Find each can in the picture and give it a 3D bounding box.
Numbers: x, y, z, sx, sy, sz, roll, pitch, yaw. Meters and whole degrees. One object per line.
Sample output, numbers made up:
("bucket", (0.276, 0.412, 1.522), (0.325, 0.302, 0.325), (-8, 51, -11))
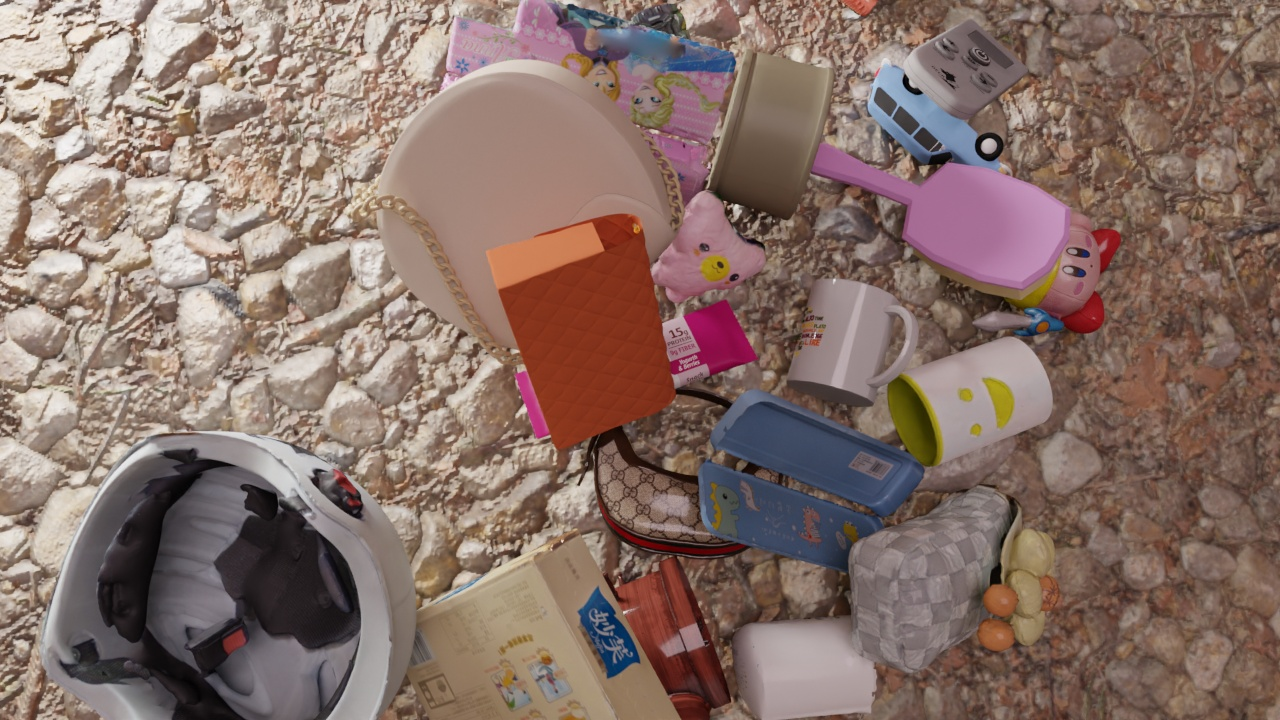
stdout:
("can", (0.106, -0.189, 0.766), (0.073, 0.128, 0.127), (15, 81, 0))

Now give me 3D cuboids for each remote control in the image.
("remote control", (0.285, -0.256, 0.799), (0.074, 0.019, 0.150), (46, 48, 8))

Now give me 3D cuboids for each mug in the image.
("mug", (0.180, -0.014, 0.762), (0.073, 0.105, 0.089), (23, 79, -40))
("mug", (0.274, 0.033, 0.771), (0.106, 0.082, 0.082), (-20, 84, -7))

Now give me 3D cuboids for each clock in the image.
("clock", (0.021, 0.234, 0.709), (0.072, 0.120, 0.157), (-21, 76, 1))

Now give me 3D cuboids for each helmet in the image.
("helmet", (-0.268, 0.174, 0.668), (0.264, 0.163, 0.236), (26, 94, 14))

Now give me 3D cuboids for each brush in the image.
("brush", (0.247, -0.130, 0.786), (0.229, 0.043, 0.089), (30, 88, 28))

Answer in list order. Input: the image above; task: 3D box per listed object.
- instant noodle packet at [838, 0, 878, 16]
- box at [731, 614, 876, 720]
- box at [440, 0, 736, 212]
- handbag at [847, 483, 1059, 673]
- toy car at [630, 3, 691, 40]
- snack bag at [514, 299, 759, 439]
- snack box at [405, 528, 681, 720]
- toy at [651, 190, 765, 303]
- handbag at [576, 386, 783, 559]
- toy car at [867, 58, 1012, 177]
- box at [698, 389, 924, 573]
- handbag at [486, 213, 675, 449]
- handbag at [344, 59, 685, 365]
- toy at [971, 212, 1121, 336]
("instant noodle packet", (0.177, -0.409, 0.753), (0.164, 0.221, 0.084), (40, 83, 2))
("box", (0.149, 0.277, 0.731), (0.136, 0.083, 0.143), (-6, 74, -6))
("box", (-0.049, -0.201, 0.750), (0.230, 0.159, 0.066), (16, 47, -1))
("handbag", (0.243, 0.173, 0.701), (0.171, 0.123, 0.112), (-11, 104, -37))
("toy car", (0.027, -0.264, 0.819), (0.048, 0.033, 0.105), (-21, 88, -8))
("snack bag", (-0.005, 0.005, 0.777), (0.196, 0.016, 0.070), (-19, 56, -6))
("snack box", (-0.086, 0.229, 0.670), (0.055, 0.208, 0.153), (-23, 82, -50))
("toy", (0.052, -0.090, 0.778), (0.093, 0.050, 0.102), (-39, 130, 8))
("handbag", (0.034, 0.090, 0.766), (0.166, 0.063, 0.138), (7, 65, 1))
("toy car", (0.261, -0.202, 0.812), (0.153, 0.056, 0.055), (46, 100, 8))
("box", (0.135, 0.102, 0.728), (0.209, 0.049, 0.120), (22, 84, -31))
("handbag", (-0.037, -0.024, 0.685), (0.109, 0.172, 0.060), (-18, 45, -5))
("handbag", (-0.093, -0.115, 0.712), (0.208, 0.103, 0.211), (38, 114, -13))
("toy", (0.337, -0.075, 0.801), (0.131, 0.097, 0.124), (16, 88, -20))
